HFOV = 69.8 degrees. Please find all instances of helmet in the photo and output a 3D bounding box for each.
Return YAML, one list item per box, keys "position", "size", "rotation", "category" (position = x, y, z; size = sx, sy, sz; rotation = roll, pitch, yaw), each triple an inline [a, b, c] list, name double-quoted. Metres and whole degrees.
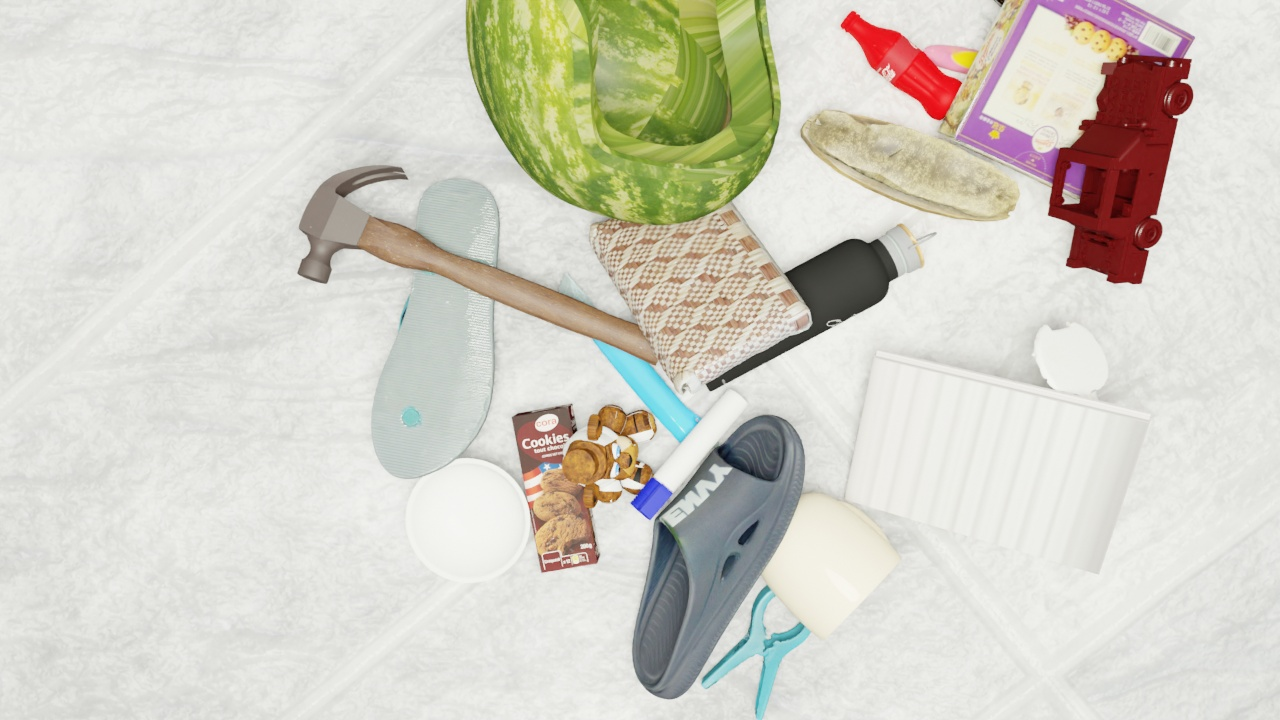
- position: [-0.014, -0.225, 0.698]
  size: [0.212, 0.243, 0.247]
  rotation: [-42, 125, -22]
  category: "helmet"

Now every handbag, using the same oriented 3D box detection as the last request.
- position: [0.045, -0.070, 0.766]
  size: [0.124, 0.047, 0.185]
  rotation: [-31, 62, 2]
  category: "handbag"

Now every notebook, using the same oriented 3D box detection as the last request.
- position: [0.285, 0.082, 0.757]
  size: [0.210, 0.009, 0.143]
  rotation: [15, 113, 21]
  category: "notebook"

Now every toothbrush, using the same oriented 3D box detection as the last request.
- position: [0.310, -0.253, 0.790]
  size: [0.135, 0.016, 0.021]
  rotation: [11, 96, 4]
  category: "toothbrush"

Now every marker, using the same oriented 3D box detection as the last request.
- position: [0.044, 0.081, 0.799]
  size: [0.023, 0.027, 0.133]
  rotation: [44, 79, -13]
  category: "marker"

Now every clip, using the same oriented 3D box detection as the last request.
- position: [0.125, 0.264, 0.823]
  size: [0.114, 0.028, 0.127]
  rotation: [20, 94, -1]
  category: "clip"

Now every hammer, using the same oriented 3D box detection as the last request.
- position: [-0.131, -0.070, 0.784]
  size: [0.323, 0.033, 0.115]
  rotation: [22, 83, -1]
  category: "hammer"

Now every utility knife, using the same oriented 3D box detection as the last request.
- position: [-0.005, 0.005, 0.819]
  size: [0.031, 0.015, 0.205]
  rotation: [-40, 94, 1]
  category: "utility knife"

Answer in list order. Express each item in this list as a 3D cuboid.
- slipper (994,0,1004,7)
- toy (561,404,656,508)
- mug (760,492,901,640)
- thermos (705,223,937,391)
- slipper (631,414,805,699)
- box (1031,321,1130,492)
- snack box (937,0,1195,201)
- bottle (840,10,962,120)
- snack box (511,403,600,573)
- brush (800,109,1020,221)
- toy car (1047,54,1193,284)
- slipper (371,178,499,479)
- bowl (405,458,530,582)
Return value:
- position: [0.304, -0.367, 0.752]
  size: [0.113, 0.075, 0.268]
  rotation: [-40, 91, 4]
  category: "slipper"
- position: [-0.029, 0.082, 0.781]
  size: [0.067, 0.112, 0.087]
  rotation: [4, 93, 14]
  category: "toy"
- position: [0.158, 0.161, 0.785]
  size: [0.100, 0.096, 0.119]
  rotation: [44, 50, 18]
  category: "mug"
- position: [0.147, -0.054, 0.785]
  size: [0.231, 0.061, 0.061]
  rotation: [-28, 91, 4]
  category: "thermos"
- position: [0.042, 0.158, 0.774]
  size: [0.083, 0.110, 0.268]
  rotation: [20, 101, -26]
  category: "slipper"
- position: [0.353, 0.047, 0.769]
  size: [0.083, 0.092, 0.166]
  rotation: [-20, 90, -16]
  category: "box"
- position: [0.343, -0.222, 0.745]
  size: [0.143, 0.040, 0.148]
  rotation: [21, 108, -12]
  category: "snack box"
- position: [0.221, -0.255, 0.783]
  size: [0.119, 0.036, 0.036]
  rotation: [40, 94, 1]
  category: "bottle"
- position: [-0.075, 0.113, 0.821]
  size: [0.051, 0.031, 0.141]
  rotation: [-10, 93, 3]
  category: "snack box"
- position: [0.230, -0.166, 0.783]
  size: [0.195, 0.043, 0.059]
  rotation: [22, 94, 0]
  category: "brush"
- position: [0.368, -0.147, 0.715]
  size: [0.061, 0.070, 0.170]
  rotation: [-6, 112, -16]
  category: "toy car"
- position: [-0.169, -0.026, 0.816]
  size: [0.098, 0.055, 0.268]
  rotation: [10, 83, 0]
  category: "slipper"
- position: [-0.150, 0.139, 0.822]
  size: [0.110, 0.040, 0.110]
  rotation: [0, 93, 3]
  category: "bowl"
